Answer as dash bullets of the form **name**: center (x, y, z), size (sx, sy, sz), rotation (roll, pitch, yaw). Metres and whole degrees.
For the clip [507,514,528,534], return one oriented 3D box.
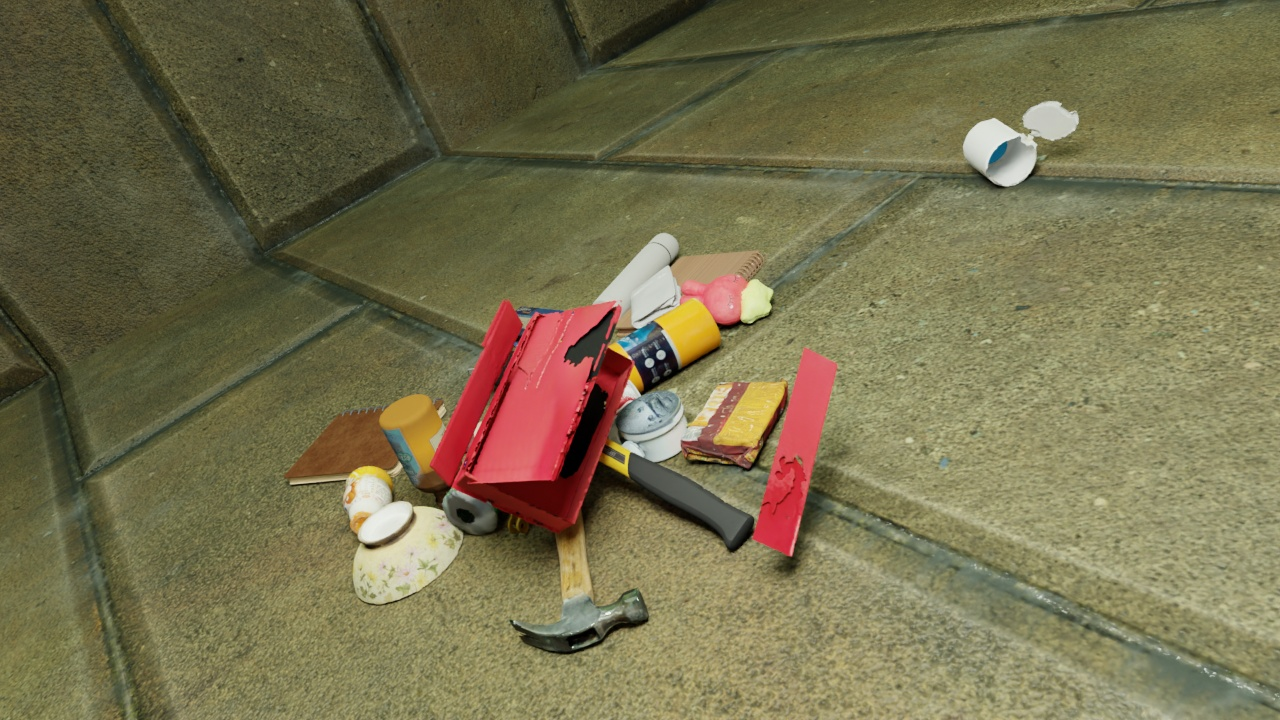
- **clip**: center (-0.137, 0.177, 1.070), size (0.044, 0.054, 0.049), rotation (-35, 50, 14)

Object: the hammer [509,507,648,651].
- **hammer**: center (-0.079, 0.192, 1.006), size (0.132, 0.033, 0.330), rotation (-24, 26, 3)

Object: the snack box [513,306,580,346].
- **snack box**: center (-0.177, -0.055, 1.528), size (0.150, 0.027, 0.082), rotation (10, 41, 47)

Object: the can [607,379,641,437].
- **can**: center (-0.048, 0.072, 1.155), size (0.104, 0.064, 0.064), rotation (-30, 28, -11)

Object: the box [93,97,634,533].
- **box**: center (-0.219, -0.033, 0.896), size (0.141, 0.510, 0.214), rotation (-15, 46, 50)

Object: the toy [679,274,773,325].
- **toy**: center (0.121, -0.088, 1.300), size (0.135, 0.045, 0.091), rotation (8, 47, 16)

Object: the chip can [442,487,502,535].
- **chip can**: center (-0.177, 0.121, 1.163), size (0.076, 0.075, 0.222), rotation (-11, 30, 24)

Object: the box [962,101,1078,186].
- **box**: center (0.545, -0.324, 1.325), size (0.143, 0.083, 0.137), rotation (-51, 20, 23)

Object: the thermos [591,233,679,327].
- **thermos**: center (-0.003, -0.137, 1.505), size (0.052, 0.052, 0.223), rotation (-2, 34, 36)

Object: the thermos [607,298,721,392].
- **thermos**: center (-0.007, 0.007, 1.239), size (0.232, 0.091, 0.076), rotation (-31, 68, -12)

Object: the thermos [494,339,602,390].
- **thermos**: center (-0.159, 0.012, 1.356), size (0.232, 0.061, 0.061), rotation (-7, 32, 31)

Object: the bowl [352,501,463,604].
- **bowl**: center (-0.291, 0.215, 1.098), size (0.145, 0.063, 0.145), rotation (-20, 27, 10)

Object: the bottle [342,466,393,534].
- **bottle**: center (-0.358, 0.186, 1.205), size (0.063, 0.063, 0.109), rotation (-25, 27, -2)

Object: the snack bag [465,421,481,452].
- **snack bag**: center (-0.193, 0.089, 1.299), size (0.158, 0.013, 0.057), rotation (-25, 29, -1)

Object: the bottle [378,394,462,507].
- **bottle**: center (-0.260, 0.122, 1.137), size (0.068, 0.157, 0.067), rotation (-15, 29, 9)

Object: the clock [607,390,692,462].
- **clock**: center (0.004, 0.086, 1.097), size (0.117, 0.057, 0.083), rotation (-28, 28, -7)

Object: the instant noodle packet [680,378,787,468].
- **instant noodle packet**: center (0.110, 0.070, 1.059), size (0.099, 0.040, 0.135), rotation (-5, 31, 34)

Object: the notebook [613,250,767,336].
- **notebook**: center (0.079, -0.105, 1.415), size (0.169, 0.022, 0.209), rotation (1, 36, 41)

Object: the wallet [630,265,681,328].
- **wallet**: center (0.023, -0.091, 1.384), size (0.086, 0.032, 0.116), rotation (-30, 26, 16)

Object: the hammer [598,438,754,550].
- **hammer**: center (-0.005, 0.118, 1.011), size (0.324, 0.029, 0.127), rotation (24, 72, 42)

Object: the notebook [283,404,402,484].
- **notebook**: center (-0.418, 0.124, 1.408), size (0.226, 0.024, 0.167), rotation (-8, 33, 28)
